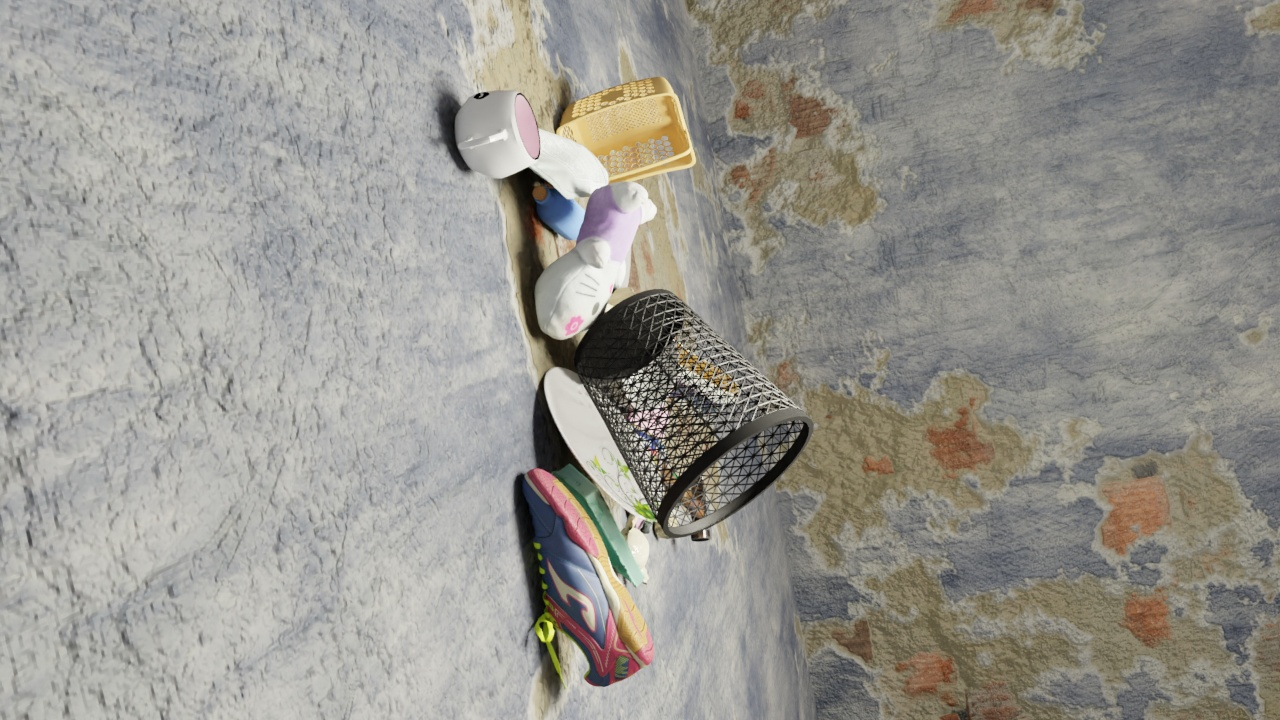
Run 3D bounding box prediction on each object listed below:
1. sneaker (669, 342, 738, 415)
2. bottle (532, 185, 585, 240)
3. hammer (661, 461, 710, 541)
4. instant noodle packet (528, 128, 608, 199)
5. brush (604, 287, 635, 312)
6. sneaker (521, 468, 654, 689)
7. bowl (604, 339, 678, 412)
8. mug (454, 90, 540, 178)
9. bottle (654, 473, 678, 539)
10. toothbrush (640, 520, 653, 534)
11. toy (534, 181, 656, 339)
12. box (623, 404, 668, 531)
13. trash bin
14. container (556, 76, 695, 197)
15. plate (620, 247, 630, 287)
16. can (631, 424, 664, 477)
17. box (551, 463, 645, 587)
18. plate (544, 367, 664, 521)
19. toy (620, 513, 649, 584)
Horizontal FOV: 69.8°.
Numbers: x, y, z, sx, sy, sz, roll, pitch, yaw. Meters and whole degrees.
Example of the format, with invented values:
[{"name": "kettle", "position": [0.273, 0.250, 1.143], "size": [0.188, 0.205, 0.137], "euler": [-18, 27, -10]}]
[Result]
[{"name": "sneaker", "position": [0.049, 0.019, 1.493], "size": [0.235, 0.079, 0.087], "euler": [32, 29, -17]}, {"name": "bottle", "position": [-0.108, -0.197, 1.192], "size": [0.131, 0.048, 0.048], "euler": [31, 50, -72]}, {"name": "hammer", "position": [0.062, 0.201, 1.457], "size": [0.330, 0.033, 0.119], "euler": [54, 28, -65]}, {"name": "instant noodle packet", "position": [-0.109, -0.251, 1.171], "size": [0.147, 0.057, 0.268], "euler": [44, 15, 3]}, {"name": "brush", "position": [-0.063, -0.090, 1.306], "size": [0.272, 0.062, 0.077], "euler": [21, 56, -70]}, {"name": "sneaker", "position": [-0.079, 0.233, 0.974], "size": [0.241, 0.091, 0.116], "euler": [61, 7, 4]}, {"name": "bowl", "position": [-0.008, 0.008, 1.370], "size": [0.131, 0.064, 0.132], "euler": [-13, 107, -49]}, {"name": "mug", "position": [-0.157, -0.234, 0.957], "size": [0.123, 0.076, 0.090], "euler": [-64, 142, -67]}, {"name": "bottle", "position": [0.044, 0.239, 1.513], "size": [0.043, 0.043, 0.109], "euler": [65, 22, -47]}, {"name": "toothbrush", "position": [0.014, 0.242, 1.391], "size": [0.188, 0.014, 0.017], "euler": [23, 89, -85]}, {"name": "toy", "position": [-0.061, -0.123, 1.121], "size": [0.209, 0.085, 0.137], "euler": [-60, 173, 3]}, {"name": "box", "position": [0.010, 0.145, 1.428], "size": [0.232, 0.055, 0.180], "euler": [-70, 149, -64]}, {"name": "trash bin", "position": [0.050, 0.053, 1.130], "size": [0.243, 0.217, 0.217], "euler": [52, 1, 26]}, {"name": "container", "position": [-0.022, -0.323, 1.352], "size": [0.166, 0.183, 0.129], "euler": [-95, 167, -48]}, {"name": "plate", "position": [-0.038, -0.193, 1.492], "size": [0.172, 0.019, 0.173], "euler": [2, 89, -82]}, {"name": "can", "position": [-0.015, 0.128, 1.257], "size": [0.099, 0.054, 0.058], "euler": [28, 44, -25]}, {"name": "box", "position": [-0.070, 0.216, 1.103], "size": [0.077, 0.079, 0.189], "euler": [36, -24, 45]}, {"name": "plate", "position": [-0.051, 0.109, 1.136], "size": [0.229, 0.030, 0.229], "euler": [48, 15, -18]}, {"name": "toy", "position": [-0.011, 0.256, 1.263], "size": [0.087, 0.050, 0.112], "euler": [-20, 94, -81]}]
